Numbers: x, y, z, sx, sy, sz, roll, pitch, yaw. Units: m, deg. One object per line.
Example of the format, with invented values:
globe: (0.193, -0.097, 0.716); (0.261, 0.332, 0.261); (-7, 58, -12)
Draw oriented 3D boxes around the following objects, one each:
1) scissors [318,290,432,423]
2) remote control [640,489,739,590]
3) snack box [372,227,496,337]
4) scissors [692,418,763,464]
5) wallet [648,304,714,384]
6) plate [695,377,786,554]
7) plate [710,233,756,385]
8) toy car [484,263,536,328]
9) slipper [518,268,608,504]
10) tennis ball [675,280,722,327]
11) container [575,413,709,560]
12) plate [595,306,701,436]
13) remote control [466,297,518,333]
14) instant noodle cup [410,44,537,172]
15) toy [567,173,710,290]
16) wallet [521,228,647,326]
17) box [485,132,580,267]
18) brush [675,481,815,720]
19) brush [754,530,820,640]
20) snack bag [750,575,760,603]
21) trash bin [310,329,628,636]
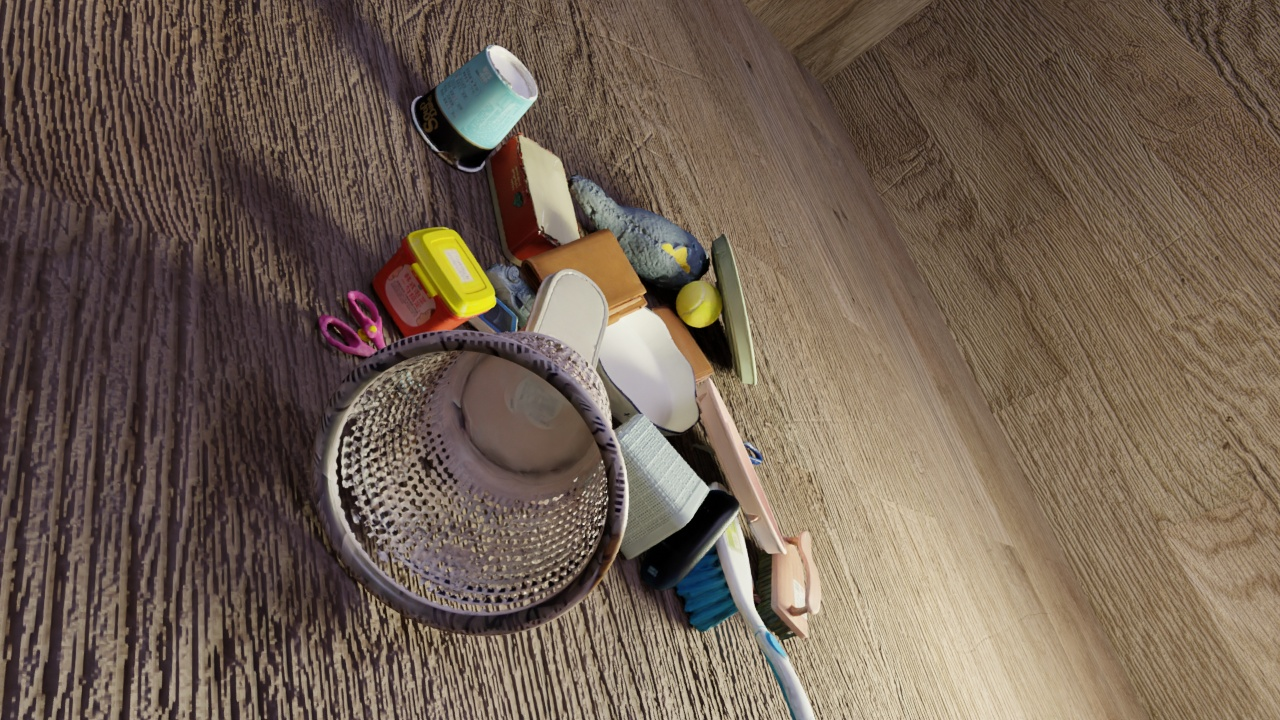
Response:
scissors: (-0.226, 0.003, 0.794); (0.137, 0.017, 0.093); (59, 25, -3)
remote control: (0.051, 0.182, 0.957); (0.136, 0.053, 0.024); (-44, 141, -27)
snack box: (-0.194, -0.067, 0.849); (0.091, 0.080, 0.081); (57, 26, 1)
scissors: (0.124, 0.136, 1.234); (0.175, 0.012, 0.162); (9, 53, -55)
wallet: (0.049, -0.021, 1.265); (0.124, 0.032, 0.101); (59, 23, 5)
plate: (0.118, 0.129, 1.108); (0.229, 0.028, 0.229); (-24, 89, -85)
plate: (0.136, -0.073, 1.358); (0.230, 0.027, 0.230); (-10, 88, -86)
toy car: (-0.135, -0.067, 0.996); (0.090, 0.043, 0.034); (50, 61, -23)
slipper: (-0.092, 0.022, 0.931); (0.114, 0.055, 0.273); (30, 50, -27)
tennis ball: (0.083, -0.079, 1.292); (0.065, 0.066, 0.065); (40, 31, -30)
container: (-0.005, 0.126, 0.948); (0.111, 0.090, 0.090); (51, 27, -2)
plate: (-0.007, 0.007, 1.122); (0.205, 0.046, 0.204); (40, 31, -31)
remote control: (-0.172, -0.059, 0.940); (0.125, 0.024, 0.049); (43, 29, -33)
instant noodle cup: (-0.187, -0.299, 1.074); (0.111, 0.121, 0.111); (39, 31, -30)
toy: (0.022, -0.166, 1.315); (0.356, 0.091, 0.137); (21, 31, -52)
wallet: (-0.060, -0.088, 1.048); (0.131, 0.031, 0.108); (-29, 86, -40)
box: (-0.122, -0.191, 1.113); (0.091, 0.077, 0.168); (24, 41, -47)
brush: (0.098, 0.259, 0.944); (0.060, 0.110, 0.313); (34, 34, -41)
brush: (0.183, 0.267, 1.119); (0.063, 0.073, 0.145); (47, 26, -18)
snack bag: (0.106, 0.238, 1.069); (0.104, 0.026, 0.048); (59, -1, 0)
trash bin: (-0.110, 0.068, 0.722); (0.227, 0.228, 0.191); (53, 14, -7)
